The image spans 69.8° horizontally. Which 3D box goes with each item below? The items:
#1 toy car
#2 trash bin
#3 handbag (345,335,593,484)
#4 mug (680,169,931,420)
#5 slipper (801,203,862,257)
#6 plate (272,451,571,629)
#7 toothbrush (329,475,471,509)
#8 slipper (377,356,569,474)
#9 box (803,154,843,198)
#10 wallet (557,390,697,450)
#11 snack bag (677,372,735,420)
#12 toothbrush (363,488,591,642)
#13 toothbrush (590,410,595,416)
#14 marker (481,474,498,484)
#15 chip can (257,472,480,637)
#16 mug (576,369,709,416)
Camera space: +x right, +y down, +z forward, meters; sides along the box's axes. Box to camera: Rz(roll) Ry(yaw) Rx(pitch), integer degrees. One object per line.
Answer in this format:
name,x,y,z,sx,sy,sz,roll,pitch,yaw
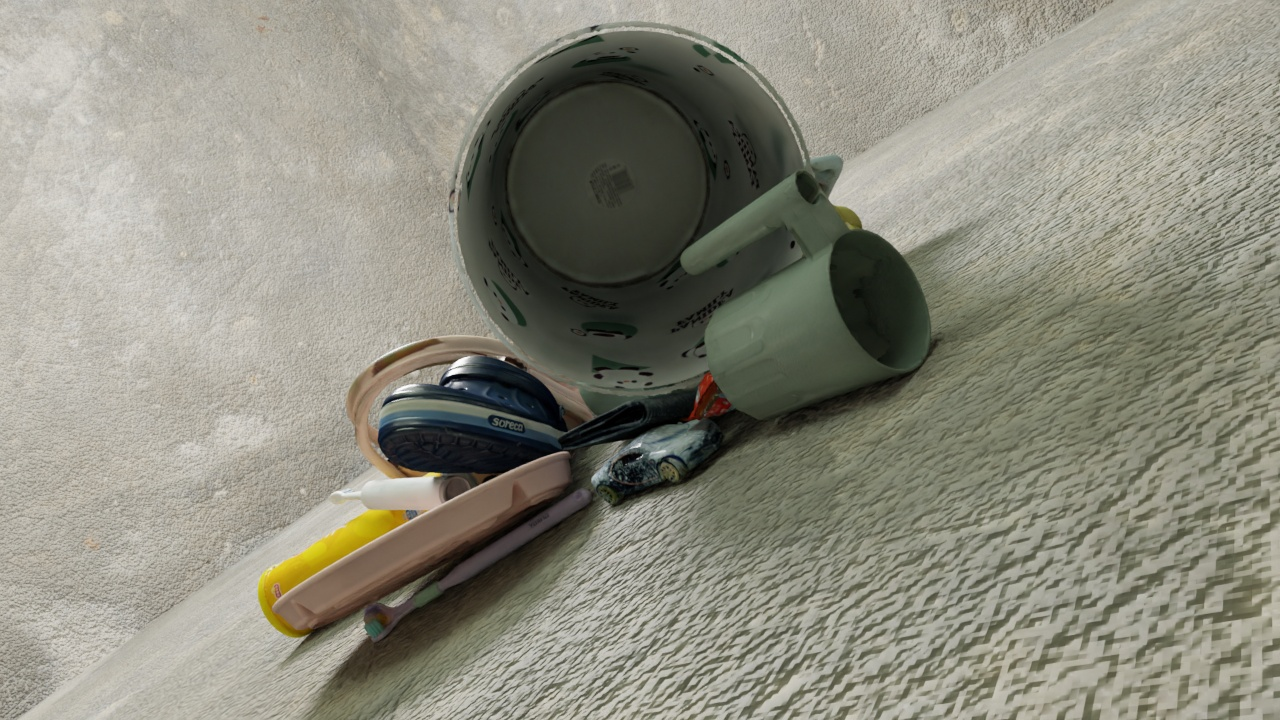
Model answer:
toy car,0.009,0.063,0.600,0.106,0.031,0.048,-25,11,45
trash bin,-0.017,-0.119,0.684,0.229,0.229,0.251,-33,16,3
handbag,-0.170,0.047,0.855,0.193,0.093,0.234,-34,-28,10
mug,0.088,-0.033,0.526,0.104,0.124,0.083,-29,9,48
slipper,0.149,-0.074,0.742,0.092,0.081,0.190,-41,-13,17
plate,-0.147,0.131,0.658,0.229,0.028,0.229,-29,-7,-4
toothbrush,-0.210,0.113,0.768,0.026,0.027,0.222,-19,5,-42
slipper,-0.116,0.044,0.734,0.105,0.095,0.252,-8,-12,11
box,0.108,-0.092,0.852,0.160,0.060,0.202,-39,-21,-43
wallet,0.009,0.043,0.666,0.097,0.019,0.121,-6,-12,-37
snack bag,0.068,0.014,0.592,0.105,0.026,0.045,-19,-33,-41
toothbrush,-0.117,0.144,0.661,0.189,0.029,0.021,-32,-31,2
toothbrush,-0.040,0.043,1.035,0.190,0.018,0.016,-35,5,-32
marker,-0.125,0.114,0.824,0.022,0.020,0.132,-3,-8,-4
chip can,-0.239,0.171,0.826,0.214,0.072,0.072,-31,7,12
mug,-0.005,0.005,0.774,0.111,0.082,0.107,15,-18,-30
